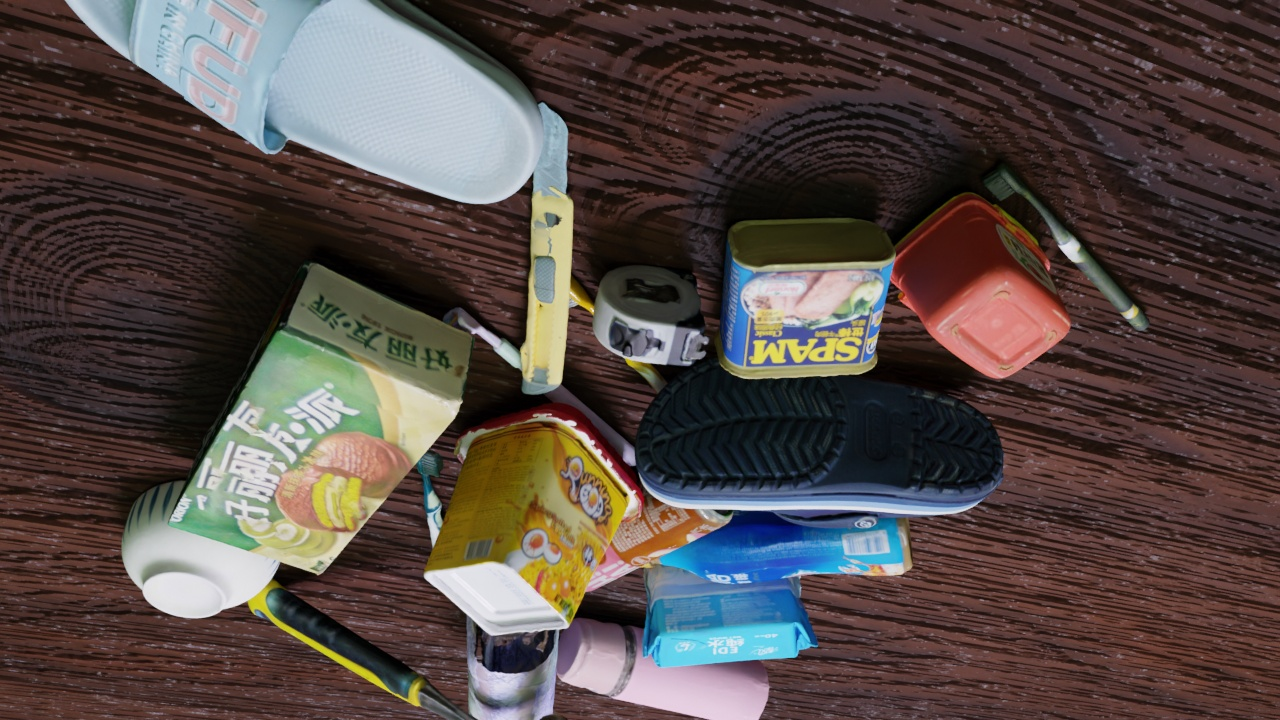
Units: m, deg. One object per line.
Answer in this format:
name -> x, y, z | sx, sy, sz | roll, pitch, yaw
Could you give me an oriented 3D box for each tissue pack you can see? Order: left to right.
tissue pack -> 0.069, 0.201, 0.758 | 0.140, 0.089, 0.063 | -6, 134, 1

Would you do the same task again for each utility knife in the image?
utility knife -> -0.056, -0.058, 0.554 | 0.031, 0.020, 0.199 | 10, 120, 5

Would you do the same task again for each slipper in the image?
slipper -> -0.159, -0.141, 0.440 | 0.245, 0.074, 0.104 | 25, 127, -26
slipper -> 0.119, 0.062, 0.636 | 0.252, 0.105, 0.095 | 3, 149, -6

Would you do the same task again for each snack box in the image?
snack box -> -0.215, 0.049, 0.604 | 0.114, 0.063, 0.241 | 26, 131, -24
snack box -> 0.204, -0.041, 0.554 | 0.091, 0.080, 0.082 | 29, 125, -28

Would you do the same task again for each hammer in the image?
hammer -> -0.182, 0.250, 0.704 | 0.324, 0.031, 0.126 | 20, 131, 25

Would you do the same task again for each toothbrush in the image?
toothbrush -> -0.150, 0.110, 0.678 | 0.018, 0.016, 0.192 | 18, 147, 5
toothbrush -> -0.061, 0.024, 0.634 | 0.189, 0.029, 0.021 | 41, 74, -34
toothbrush -> -0.004, 0.004, 0.623 | 0.018, 0.016, 0.191 | -19, 132, 27
toothbrush -> 0.274, -0.067, 0.582 | 0.185, 0.012, 0.017 | 33, 128, -29

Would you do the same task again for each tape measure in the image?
tape measure -> 0.005, -0.029, 0.559 | 0.066, 0.065, 0.034 | 4, 127, -11

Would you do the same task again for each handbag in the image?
handbag -> -0.107, 0.247, 0.758 | 0.075, 0.134, 0.194 | 1, 131, -6

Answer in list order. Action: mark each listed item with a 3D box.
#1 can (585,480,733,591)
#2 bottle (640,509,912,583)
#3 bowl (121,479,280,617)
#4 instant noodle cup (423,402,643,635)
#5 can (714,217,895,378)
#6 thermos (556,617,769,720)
can -> -0.002, 0.125, 0.695 | 0.148, 0.057, 0.058 | -32, 127, 27
bottle -> 0.096, 0.140, 0.715 | 0.219, 0.065, 0.065 | -8, 133, 18
bowl -> -0.336, 0.152, 0.699 | 0.116, 0.066, 0.117 | -2, 132, -2
instant noodle cup -> -0.075, 0.110, 0.621 | 0.116, 0.123, 0.116 | -16, 126, 33
can -> 0.099, -0.039, 0.565 | 0.102, 0.057, 0.083 | -2, 130, -3
thermos -> 0.016, 0.291, 0.859 | 0.198, 0.067, 0.087 | 19, 158, -21
